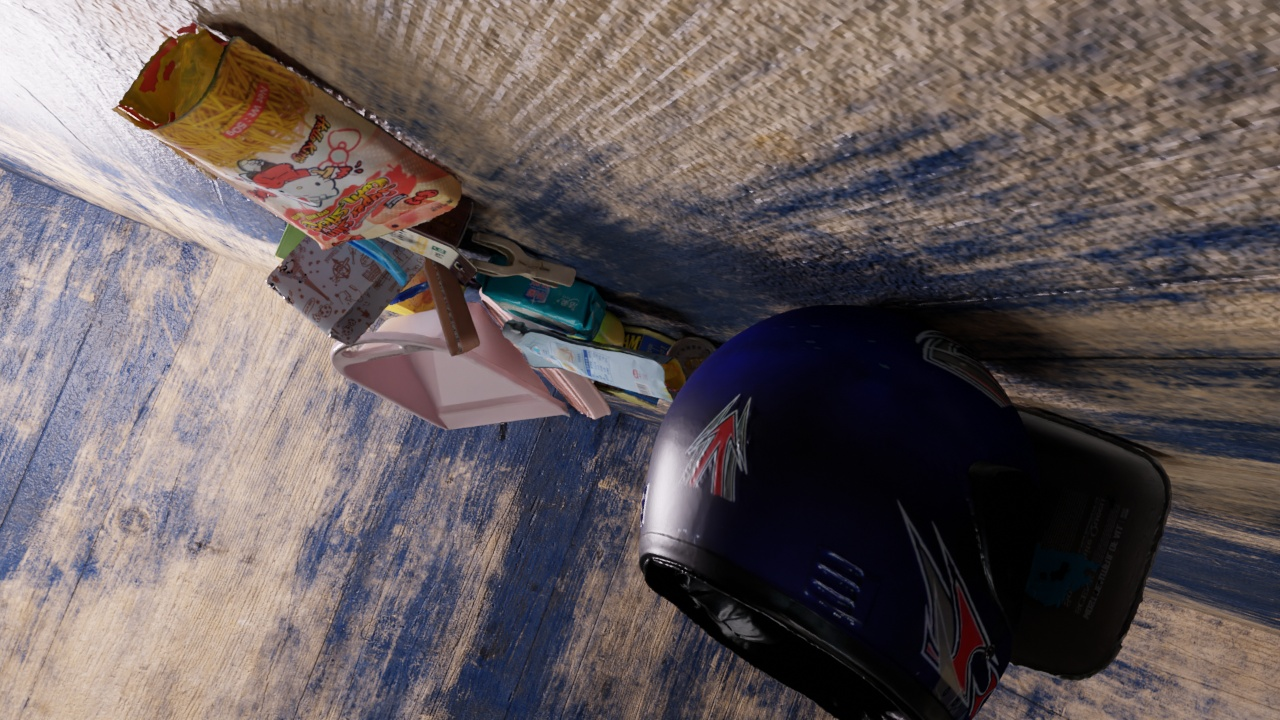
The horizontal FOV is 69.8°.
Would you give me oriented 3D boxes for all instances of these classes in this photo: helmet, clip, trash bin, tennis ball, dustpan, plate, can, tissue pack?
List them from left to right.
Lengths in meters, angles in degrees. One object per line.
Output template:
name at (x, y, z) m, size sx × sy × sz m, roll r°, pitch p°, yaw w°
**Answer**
dustpan at (-0.262, 0.035, 1.184) m, size 0.223 × 0.138 × 0.273 m, roll -12°, pitch 124°, yaw 30°
clip at (-0.114, -0.090, 0.869) m, size 0.100 × 0.034 × 0.071 m, roll 18°, pitch 174°, yaw -24°
plate at (-0.122, -0.011, 1.140) m, size 0.229 × 0.028 × 0.230 m, roll 47°, pitch 172°, yaw 9°
tissue pack at (-0.102, -0.064, 0.958) m, size 0.133 × 0.050 × 0.093 m, roll 20°, pitch 174°, yaw 8°
tennis ball at (-0.051, -0.027, 1.043) m, size 0.065 × 0.065 × 0.065 m, roll 20°, pitch 174°, yaw 2°
can at (-0.007, 0.006, 1.103) m, size 0.057 × 0.083 × 0.102 m, roll 24°, pitch 173°, yaw -30°
can at (0.058, 0.015, 1.019) m, size 0.066 × 0.066 × 0.094 m, roll 20°, pitch 167°, yaw 9°
helmet at (0.151, 0.102, 0.630) m, size 0.248 × 0.240 × 0.315 m, roll 13°, pitch 152°, yaw 47°
trash bin at (0.315, 0.144, 0.831) m, size 0.198 × 0.199 × 0.219 m, roll 20°, pitch 180°, yaw 4°

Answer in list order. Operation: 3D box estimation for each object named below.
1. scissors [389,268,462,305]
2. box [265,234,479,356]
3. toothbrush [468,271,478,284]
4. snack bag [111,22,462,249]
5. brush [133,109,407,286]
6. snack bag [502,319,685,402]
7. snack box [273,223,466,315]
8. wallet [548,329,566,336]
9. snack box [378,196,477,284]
scissors at (-0.251, -0.093, 1.105) m, size 0.165 × 0.156 × 0.012 m, roll -87°, pitch -28°, yaw -78°
box at (-0.240, -0.062, 0.933) m, size 0.187 × 0.155 × 0.183 m, roll 43°, pitch 171°, yaw -6°
toothbrush at (-0.204, -0.101, 1.135) m, size 0.014 × 0.016 × 0.189 m, roll 33°, pitch 172°, yaw -14°
snack bag at (-0.230, -0.137, 0.623) m, size 0.129 × 0.073 × 0.207 m, roll -19°, pitch 154°, yaw 19°
brush at (-0.300, -0.141, 0.756) m, size 0.254 × 0.045 × 0.083 m, roll 34°, pitch 162°, yaw -9°
snack bag at (-0.051, 0.000, 0.954) m, size 0.191 × 0.038 × 0.110 m, roll 14°, pitch 170°, yaw 20°
snack box at (-0.355, -0.117, 1.230) m, size 0.158 × 0.070 × 0.210 m, roll 18°, pitch 173°, yaw 23°
wallet at (-0.102, -0.024, 1.219) m, size 0.132 × 0.031 × 0.108 m, roll 40°, pitch -179°, yaw 23°
snack box at (-0.193, -0.118, 0.782) m, size 0.125 × 0.053 × 0.113 m, roll 22°, pitch 173°, yaw -15°
